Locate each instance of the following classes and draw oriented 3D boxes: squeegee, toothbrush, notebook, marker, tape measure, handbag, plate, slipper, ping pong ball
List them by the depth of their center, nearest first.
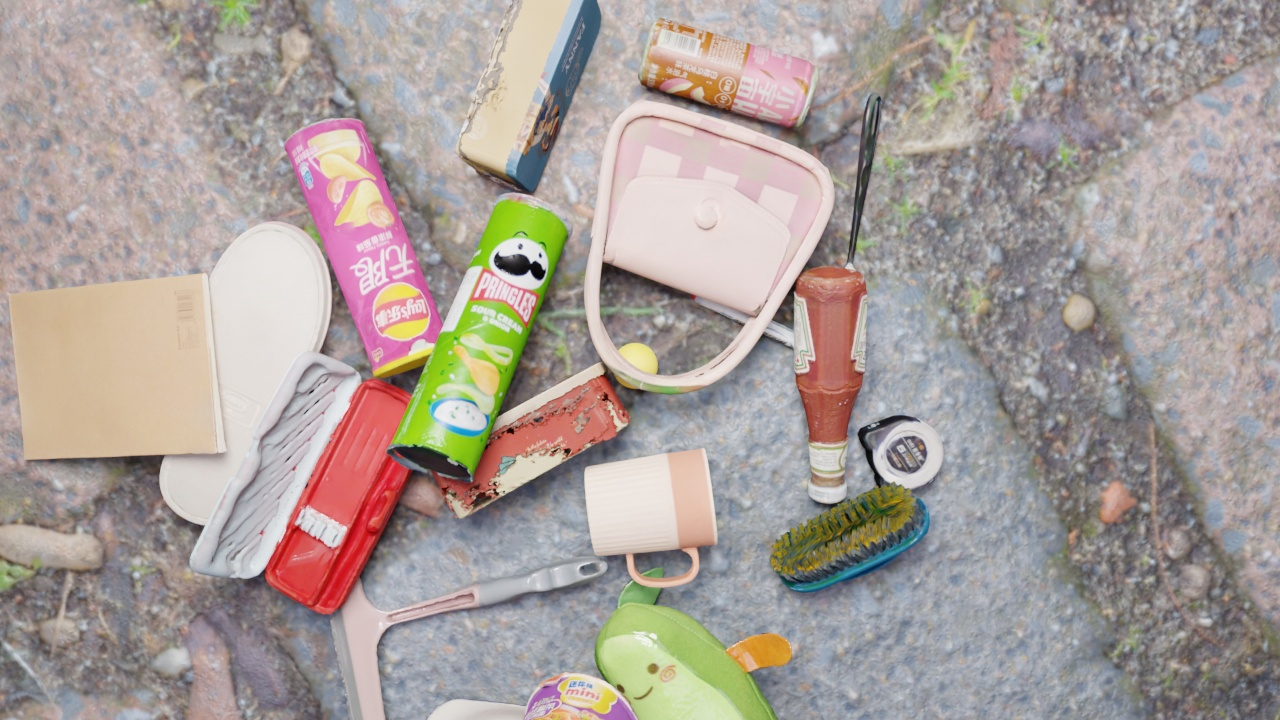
[{"bbox_3d":[0.040,-0.086,0.776,0.193,0.093,0.234,19,91,-1],"label":"handbag"},{"bbox_3d":[-0.451,0.008,0.784,0.212,0.012,0.149,-4,92,17],"label":"notebook"},{"bbox_3d":[-0.339,0.013,0.795,0.114,0.054,0.274,20,97,-1],"label":"slipper"},{"bbox_3d":[-0.005,0.005,0.809,0.040,0.040,0.040,0,93,-1],"label":"ping pong ball"},{"bbox_3d":[0.197,-0.148,0.817,0.015,0.018,0.181,8,92,1],"label":"toothbrush"},{"bbox_3d":[-0.149,0.212,0.818,0.249,0.040,0.247,-14,81,1],"label":"squeegee"},{"bbox_3d":[0.113,-0.030,0.821,0.145,0.017,0.017,25,92,-3],"label":"marker"},{"bbox_3d":[0.235,0.082,0.822,0.066,0.033,0.066,-19,95,2],"label":"tape measure"},{"bbox_3d":[-0.121,0.387,0.833,0.163,0.034,0.164,10,93,-2],"label":"plate"}]

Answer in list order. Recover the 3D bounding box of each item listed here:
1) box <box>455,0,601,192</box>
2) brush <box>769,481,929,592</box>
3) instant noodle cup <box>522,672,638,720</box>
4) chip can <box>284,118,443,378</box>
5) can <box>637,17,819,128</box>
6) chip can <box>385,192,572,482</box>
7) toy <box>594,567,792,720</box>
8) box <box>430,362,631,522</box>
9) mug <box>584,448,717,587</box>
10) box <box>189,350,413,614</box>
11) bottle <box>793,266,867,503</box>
[{"bbox_3d":[-0.090,-0.238,0.769,0.060,0.089,0.184,24,94,4],"label":"box"},{"bbox_3d":[0.188,0.163,0.808,0.144,0.055,0.073,-30,132,17],"label":"brush"},{"bbox_3d":[-0.064,0.331,0.750,0.112,0.099,0.111,4,103,18],"label":"instant noodle cup"},{"bbox_3d":[-0.230,-0.094,0.777,0.071,0.071,0.210,-22,89,0],"label":"chip can"},{"bbox_3d":[0.074,-0.246,0.787,0.147,0.058,0.058,16,93,-2],"label":"can"},{"bbox_3d":[-0.127,-0.021,0.744,0.072,0.072,0.235,20,67,-2],"label":"chip can"},{"bbox_3d":[0.049,0.308,0.801,0.227,0.089,0.246,-40,91,16],"label":"toy"},{"bbox_3d":[-0.090,0.074,0.786,0.168,0.091,0.076,-29,91,1],"label":"box"},{"bbox_3d":[0.011,0.139,0.797,0.106,0.081,0.114,-7,92,1],"label":"mug"},{"bbox_3d":[-0.272,0.103,0.769,0.119,0.098,0.201,25,85,9],"label":"box"},{"bbox_3d":[0.163,0.024,0.793,0.060,0.059,0.206,-3,107,-1],"label":"bottle"}]
